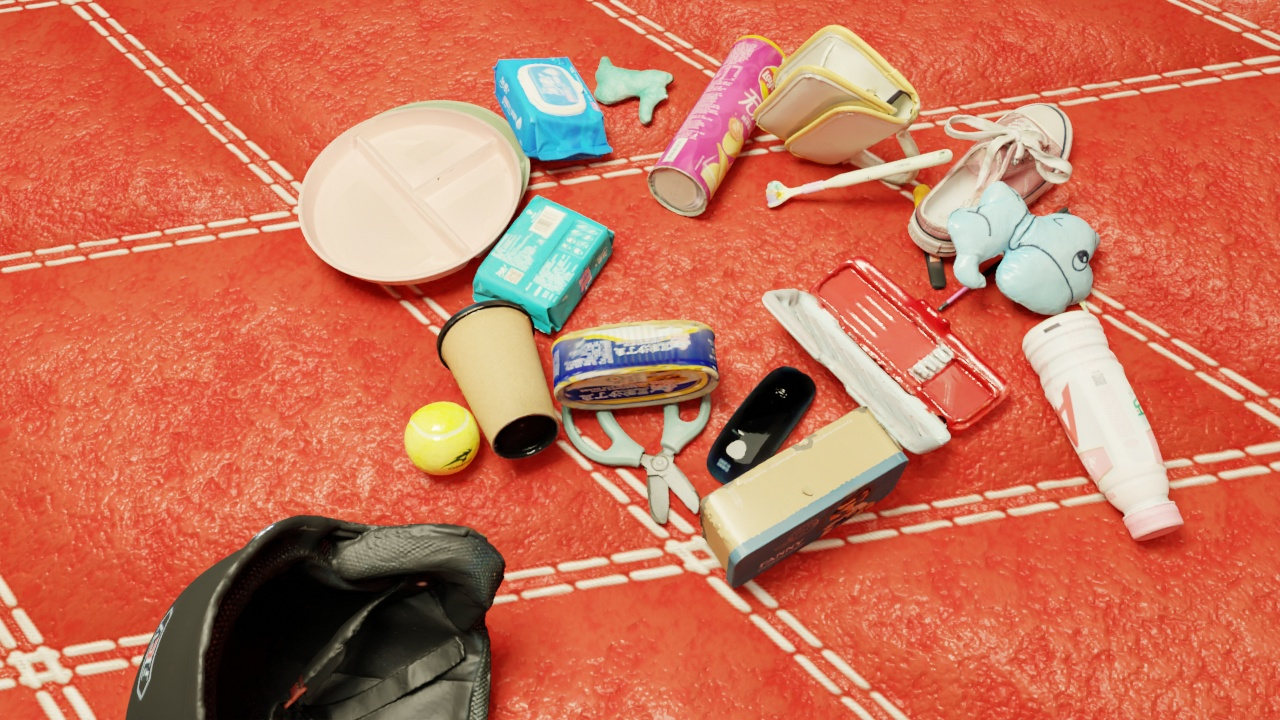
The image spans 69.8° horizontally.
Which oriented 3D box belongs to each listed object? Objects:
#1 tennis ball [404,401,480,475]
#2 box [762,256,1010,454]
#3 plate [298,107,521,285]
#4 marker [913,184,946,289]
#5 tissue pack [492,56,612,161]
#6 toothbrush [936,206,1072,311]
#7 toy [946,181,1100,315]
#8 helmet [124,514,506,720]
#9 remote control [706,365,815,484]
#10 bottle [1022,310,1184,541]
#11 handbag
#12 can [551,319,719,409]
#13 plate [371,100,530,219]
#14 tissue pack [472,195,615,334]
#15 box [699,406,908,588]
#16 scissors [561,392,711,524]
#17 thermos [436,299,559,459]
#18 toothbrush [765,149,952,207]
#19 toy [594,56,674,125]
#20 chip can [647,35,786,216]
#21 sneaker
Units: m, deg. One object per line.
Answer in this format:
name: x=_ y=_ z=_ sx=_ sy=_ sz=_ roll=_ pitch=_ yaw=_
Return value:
tennis ball: x=-0.175 y=0.069 z=0.813 sx=0.065 sy=0.065 sz=0.065 roll=-2 pitch=59 yaw=3
box: x=0.218 y=-0.007 z=0.834 sx=0.159 sy=0.064 sz=0.201 roll=-24 pitch=59 yaw=-32
plate: x=-0.235 y=-0.170 z=0.947 sx=0.229 sy=0.028 sz=0.229 roll=-1 pitch=60 yaw=2
marker: x=0.291 y=-0.125 z=0.926 sx=0.018 sy=0.015 sz=0.123 roll=0 pitch=62 yaw=-1
tissue pack: x=-0.098 y=-0.277 z=1.005 sx=0.094 sy=0.052 sz=0.157 roll=-11 pitch=57 yaw=-26
toothbrush: x=0.362 y=-0.098 z=0.906 sx=0.189 sy=0.014 sz=0.018 roll=-36 pitch=76 yaw=-15
toy: x=0.366 y=-0.099 z=0.861 sx=0.161 sy=0.050 sz=0.156 roll=-35 pitch=101 yaw=-16
helmet: x=-0.215 y=0.229 z=0.609 sx=0.231 sy=0.275 sz=0.232 roll=-20 pitch=44 yaw=23
remote control: x=0.110 y=0.055 z=0.825 sx=0.053 sy=0.024 sz=0.136 roll=31 pitch=66 yaw=21
bottle: x=0.396 y=0.055 z=0.784 sx=0.068 sy=0.068 sz=0.196 roll=-12 pitch=63 yaw=-4
handbag: x=0.210 y=-0.231 z=0.909 sx=0.178 sy=0.163 sz=0.063 roll=34 pitch=81 yaw=-9
can: x=-0.005 y=0.005 z=0.814 sx=0.148 sy=0.075 sz=0.049 roll=-6 pitch=61 yaw=1
plate: x=-0.232 y=-0.192 z=0.992 sx=0.230 sy=0.027 sz=0.229 roll=-2 pitch=60 yaw=3
tissue pack: x=-0.096 y=-0.094 z=0.912 sx=0.093 sy=0.050 sz=0.133 roll=26 pitch=65 yaw=16
box: x=0.126 y=0.115 z=0.753 sx=0.184 sy=0.090 sz=0.063 roll=-31 pitch=63 yaw=-11
scissors: x=-0.008 y=0.070 z=0.829 sx=0.172 sy=0.019 sz=0.176 roll=0 pitch=60 yaw=3
thermos: x=-0.123 y=0.015 z=0.818 sx=0.093 sy=0.093 sz=0.143 roll=-22 pitch=54 yaw=-9
toothbrush: x=0.214 y=-0.183 z=0.913 sx=0.190 sy=0.020 sz=0.029 roll=-7 pitch=73 yaw=32
toy: x=-0.008 y=-0.309 z=1.045 sx=0.092 sy=0.030 sz=0.096 roll=2 pitch=66 yaw=8
chip can: x=0.085 y=-0.252 z=0.981 sx=0.071 sy=0.071 sz=0.210 roll=23 pitch=64 yaw=16
sneaker: x=0.361 y=-0.197 z=0.912 sx=0.240 sy=0.088 sz=0.118 roll=-39 pitch=70 yaw=-23
